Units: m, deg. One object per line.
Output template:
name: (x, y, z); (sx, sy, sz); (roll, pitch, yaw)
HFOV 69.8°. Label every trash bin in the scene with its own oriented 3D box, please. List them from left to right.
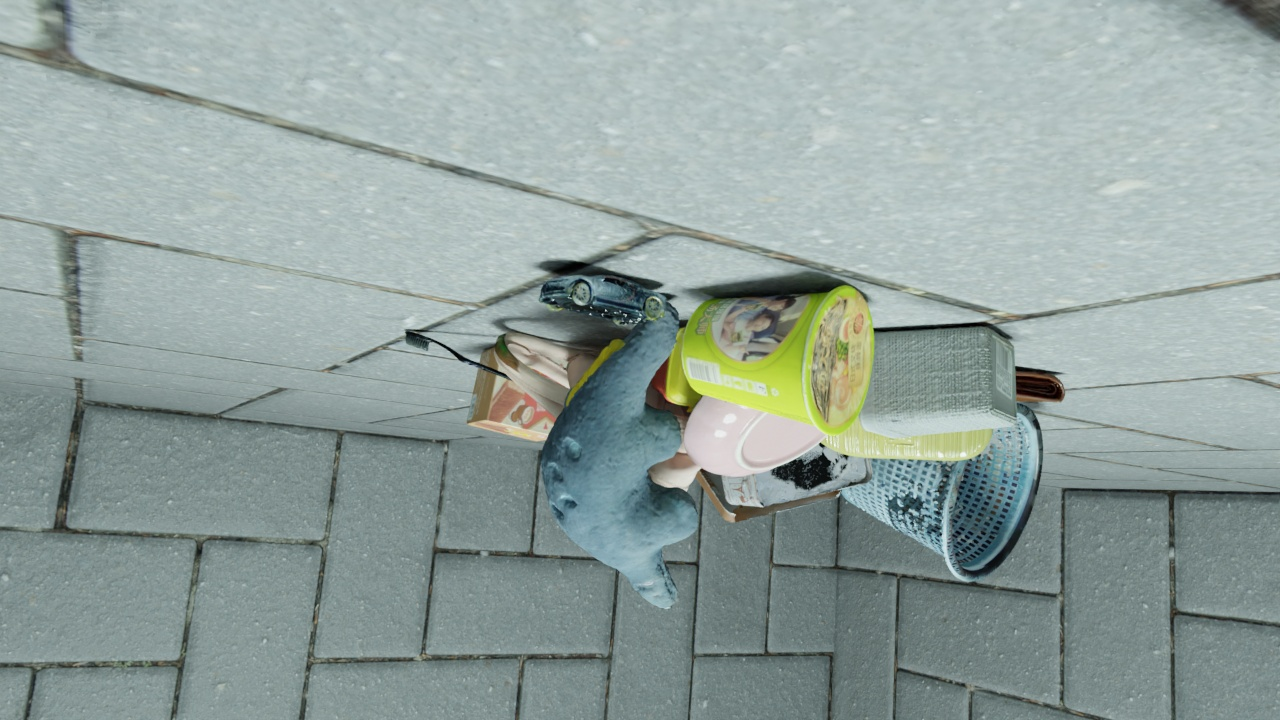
trash bin: (0.369, 0.142, 1.178); (0.226, 0.226, 0.195); (13, -177, -44)

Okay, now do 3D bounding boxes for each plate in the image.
plate: (0.133, 0.049, 0.852); (0.192, 0.039, 0.193); (-20, 145, -16)

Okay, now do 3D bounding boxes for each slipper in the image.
slipper: (0.264, 0.052, 0.946); (0.191, 0.092, 0.081); (8, -158, 24)

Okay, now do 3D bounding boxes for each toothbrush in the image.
toothbrush: (-0.174, 0.007, 0.991); (0.189, 0.016, 0.014); (23, 177, 11)

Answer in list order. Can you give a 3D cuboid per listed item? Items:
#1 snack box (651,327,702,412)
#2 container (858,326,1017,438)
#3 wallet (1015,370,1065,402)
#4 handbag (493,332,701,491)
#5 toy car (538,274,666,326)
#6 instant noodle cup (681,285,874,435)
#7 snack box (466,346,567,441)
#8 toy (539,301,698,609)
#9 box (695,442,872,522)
snack box: (0.059, 0.010, 0.886); (0.091, 0.082, 0.080); (9, 180, -19)
container: (0.264, 0.019, 0.814); (0.114, 0.090, 0.090); (-6, 167, 38)
wallet: (0.372, 0.026, 0.985); (0.124, 0.032, 0.101); (8, 173, -16)
handbag: (-0.045, 0.034, 0.952); (0.234, 0.093, 0.193); (22, -167, -17)
toy car: (-0.029, -0.049, 0.707); (0.105, 0.031, 0.049); (9, 169, -35)
instant noodle cup: (0.102, -0.006, 0.717); (0.124, 0.111, 0.111); (8, 175, 39)
snack box: (-0.141, 0.039, 1.081); (0.094, 0.092, 0.077); (16, 166, -25)
toy: (-0.020, 0.108, 0.841); (0.138, 0.357, 0.091); (-7, -147, -3)
box: (0.168, 0.117, 1.169); (0.182, 0.153, 0.178); (-8, 179, -27)
